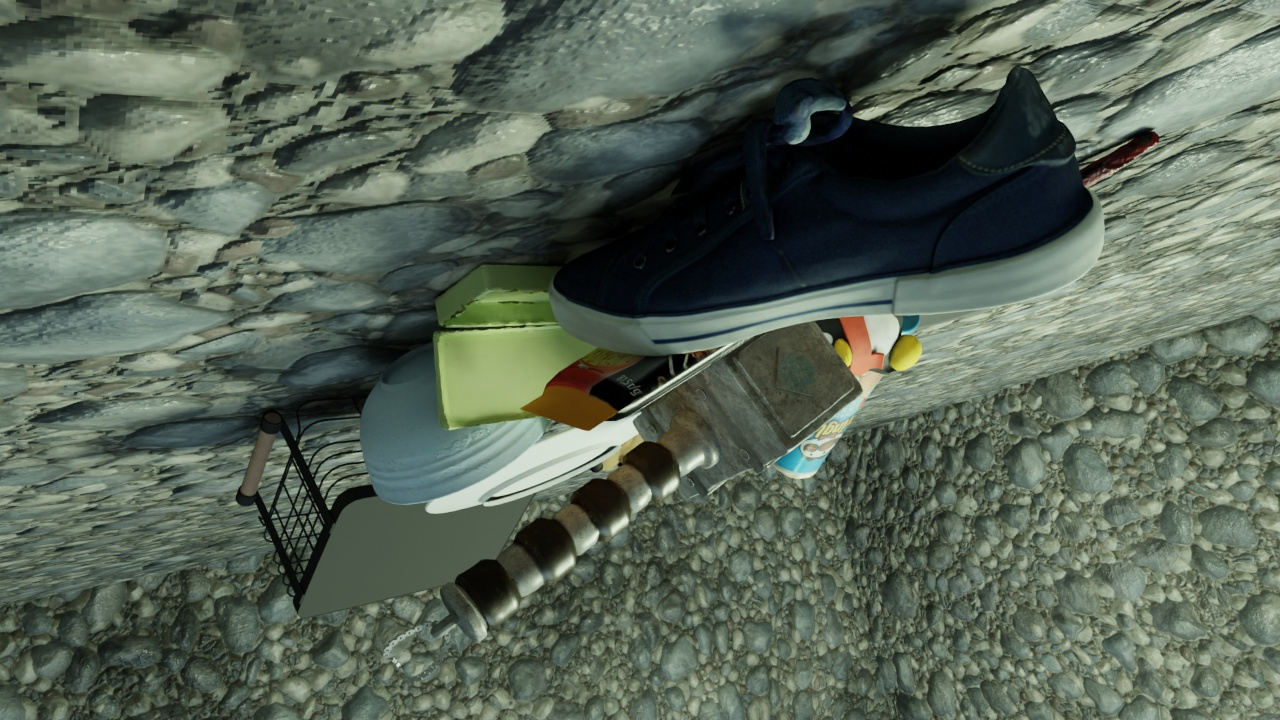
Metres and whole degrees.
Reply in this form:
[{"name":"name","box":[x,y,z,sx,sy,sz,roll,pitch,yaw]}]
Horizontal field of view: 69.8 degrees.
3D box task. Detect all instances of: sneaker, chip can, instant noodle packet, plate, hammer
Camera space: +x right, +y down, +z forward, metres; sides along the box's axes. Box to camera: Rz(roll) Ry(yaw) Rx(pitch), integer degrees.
[{"name":"sneaker","box":[0.057,-0.078,0.453,0.295,0.127,0.120,-8,-149,37]},{"name":"chip can","box":[0.194,0.022,0.922,0.079,0.079,0.230,-8,142,-28]},{"name":"instant noodle packet","box":[0.036,-0.022,0.569,0.220,0.032,0.160,-32,-169,-16]},{"name":"plate","box":[-0.075,0.088,0.756,0.208,0.015,0.209,-23,168,-5]},{"name":"hammer","box":[-0.018,0.091,0.589,0.325,0.079,0.177,-34,176,-26]}]

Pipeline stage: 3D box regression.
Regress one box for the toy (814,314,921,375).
[{"name":"toy","box":[0.146,-0.029,0.722,0.119,0.098,0.099,-23,-144,-9]}]

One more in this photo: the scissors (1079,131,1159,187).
[{"name":"scissors","box":[0.261,-0.091,0.642,0.199,0.015,0.178,-35,-176,45]}]

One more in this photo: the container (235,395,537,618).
[{"name":"container","box":[-0.229,0.122,0.865,0.240,0.130,0.163,-3,135,-44]}]

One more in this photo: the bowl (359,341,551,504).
[{"name":"bowl","box":[-0.146,0.031,0.681,0.151,0.075,0.150,-19,-157,9]}]

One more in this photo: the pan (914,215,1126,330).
[{"name":"pan","box":[0.332,-0.079,0.898,0.216,0.024,0.355,-10,169,-19]}]

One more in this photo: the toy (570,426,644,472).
[{"name":"toy","box":[-0.027,0.066,0.924,0.105,0.134,0.108,-37,-135,-26]}]

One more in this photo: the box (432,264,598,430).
[{"name":"box","box":[-0.053,-0.020,0.640,0.187,0.064,0.131,-6,126,-40]}]
